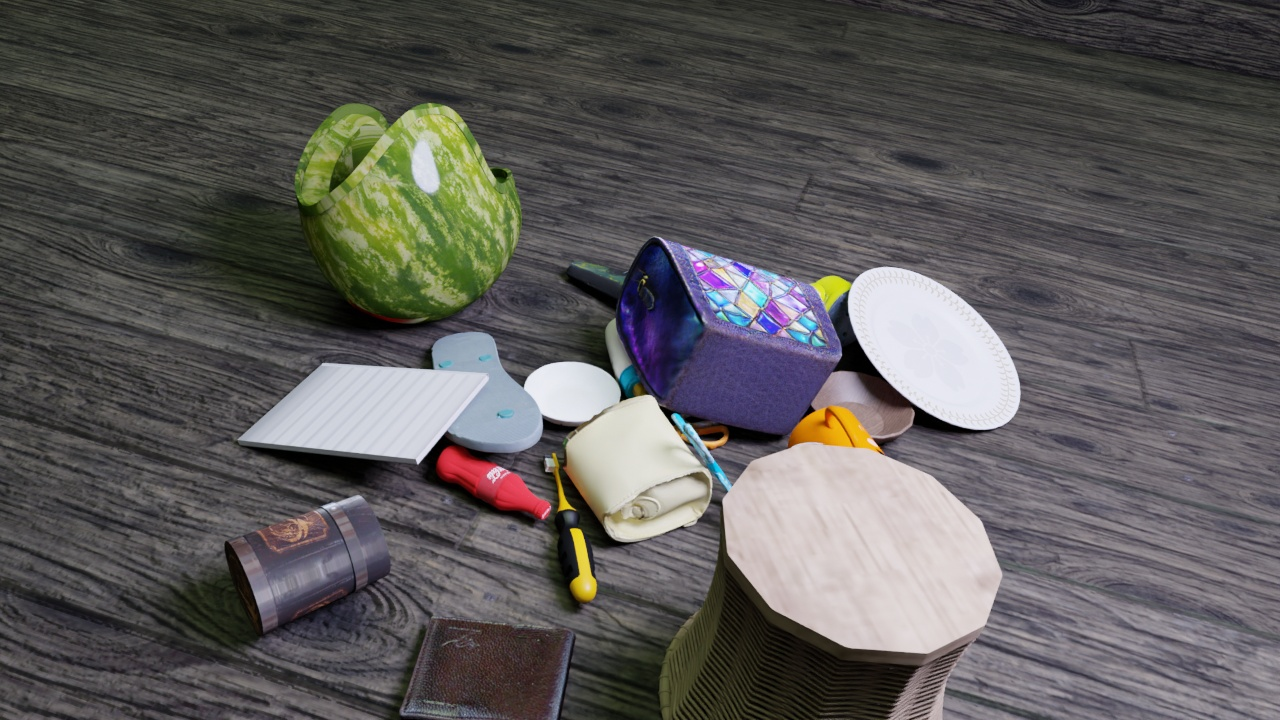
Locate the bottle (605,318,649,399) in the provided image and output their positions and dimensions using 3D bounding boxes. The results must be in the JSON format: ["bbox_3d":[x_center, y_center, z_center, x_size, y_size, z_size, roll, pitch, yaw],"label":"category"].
[{"bbox_3d":[-0.006,0.006,1.035,0.051,0.051,0.146,-2,37,-12],"label":"bottle"}]

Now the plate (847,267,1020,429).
[{"bbox_3d":[0.349,-0.016,1.100,0.242,0.016,0.242,16,47,-18],"label":"plate"}]

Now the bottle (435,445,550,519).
[{"bbox_3d":[-0.138,0.119,0.872,0.119,0.036,0.036,23,39,21],"label":"bottle"}]

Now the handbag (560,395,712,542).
[{"bbox_3d":[-0.007,0.105,0.882,0.111,0.081,0.119,-19,44,-20],"label":"handbag"}]

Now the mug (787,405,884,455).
[{"bbox_3d":[0.199,0.093,0.901,0.077,0.113,0.096,-21,41,-6],"label":"mug"}]

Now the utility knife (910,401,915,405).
[{"bbox_3d":[0.286,0.039,1.075,0.181,0.015,0.022,15,40,6],"label":"utility knife"}]

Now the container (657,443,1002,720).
[{"bbox_3d":[0.137,0.197,0.674,0.227,0.197,0.226,5,36,-4],"label":"container"}]

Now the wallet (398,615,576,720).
[{"bbox_3d":[-0.116,0.244,0.712,0.120,0.031,0.099,7,33,2],"label":"wallet"}]

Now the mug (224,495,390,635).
[{"bbox_3d":[-0.282,0.162,0.766,0.107,0.080,0.116,-20,18,-34],"label":"mug"}]

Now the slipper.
[{"bbox_3d":[-0.174,0.043,0.969,0.098,0.055,0.268,-10,28,-19],"label":"slipper"}]

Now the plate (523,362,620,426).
[{"bbox_3d":[-0.075,0.042,0.996,0.104,0.026,0.104,4,35,-3],"label":"plate"}]

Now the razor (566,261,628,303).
[{"bbox_3d":[-0.030,-0.107,1.178,0.151,0.067,0.053,20,22,31],"label":"razor"}]

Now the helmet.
[{"bbox_3d":[-0.262,-0.162,1.065,0.213,0.247,0.243,13,71,41],"label":"helmet"}]

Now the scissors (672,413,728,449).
[{"bbox_3d":[0.032,0.077,0.978,0.127,0.013,0.064,-7,37,-20],"label":"scissors"}]

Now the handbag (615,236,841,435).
[{"bbox_3d":[0.093,-0.039,1.007,0.204,0.126,0.221,14,33,-23],"label":"handbag"}]

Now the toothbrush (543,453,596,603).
[{"bbox_3d":[-0.068,0.149,0.852,0.030,0.031,0.196,6,30,-19],"label":"toothbrush"}]

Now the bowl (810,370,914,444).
[{"bbox_3d":[0.243,0.058,1.024,0.118,0.030,0.117,5,36,-4],"label":"bowl"}]

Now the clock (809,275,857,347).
[{"bbox_3d":[0.233,-0.060,1.140,0.118,0.083,0.057,-11,35,-28],"label":"clock"}]

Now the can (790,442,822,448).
[{"bbox_3d":[0.153,0.135,0.840,0.067,0.105,0.067,5,36,-4],"label":"can"}]

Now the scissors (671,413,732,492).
[{"bbox_3d":[0.063,0.093,0.879,0.011,0.134,0.137,-38,35,-1],"label":"scissors"}]

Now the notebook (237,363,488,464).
[{"bbox_3d":[-0.275,0.048,0.921,0.210,0.009,0.142,3,34,22],"label":"notebook"}]
